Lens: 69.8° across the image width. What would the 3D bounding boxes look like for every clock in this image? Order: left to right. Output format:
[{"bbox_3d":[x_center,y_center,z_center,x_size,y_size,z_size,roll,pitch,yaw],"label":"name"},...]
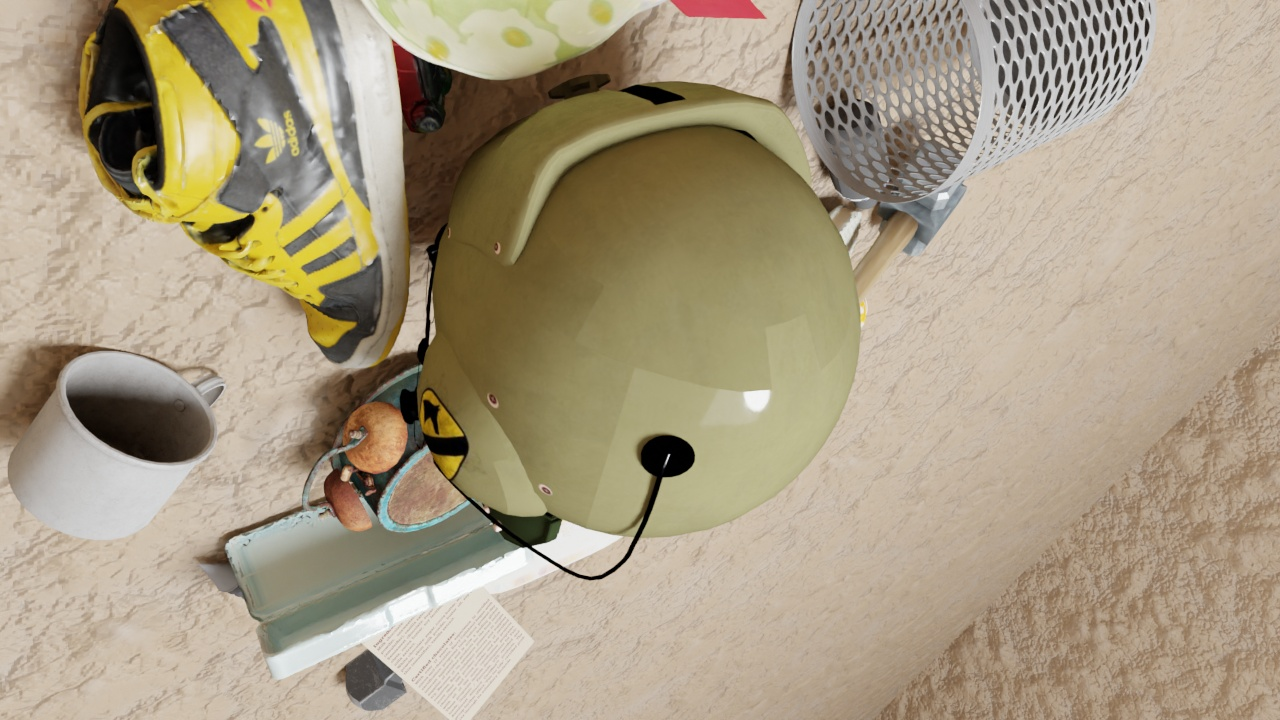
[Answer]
[{"bbox_3d":[-0.168,0.062,0.646,0.157,0.073,0.122,-15,144,-48],"label":"clock"}]

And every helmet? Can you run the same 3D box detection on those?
[{"bbox_3d":[-0.003,-0.033,0.494,0.249,0.255,0.233,-19,147,-28],"label":"helmet"}]

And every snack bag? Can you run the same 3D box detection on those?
[{"bbox_3d":[-0.190,0.202,0.762,0.094,0.070,0.206,-48,127,-22],"label":"snack bag"}]

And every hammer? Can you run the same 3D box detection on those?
[{"bbox_3d":[-0.267,0.225,0.799,0.156,0.043,0.322,-36,145,-1],"label":"hammer"},{"bbox_3d":[0.157,-0.033,0.753,0.322,0.051,0.117,-52,166,-10],"label":"hammer"}]

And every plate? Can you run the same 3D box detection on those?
[{"bbox_3d":[-0.074,0.156,0.902,0.186,0.016,0.187,-20,148,-25],"label":"plate"}]

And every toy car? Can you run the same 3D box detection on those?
[{"bbox_3d":[-0.115,-0.155,0.452,0.036,0.042,0.091,-5,138,5],"label":"toy car"}]

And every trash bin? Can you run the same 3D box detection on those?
[{"bbox_3d":[0.221,-0.205,0.607,0.183,0.156,0.157,-22,145,-26],"label":"trash bin"}]

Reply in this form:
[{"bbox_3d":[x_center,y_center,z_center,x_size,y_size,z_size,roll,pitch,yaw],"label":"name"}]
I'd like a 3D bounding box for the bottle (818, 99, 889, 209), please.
[{"bbox_3d":[0.169,-0.156,0.715,0.047,0.047,0.112,-38,148,1],"label":"bottle"}]

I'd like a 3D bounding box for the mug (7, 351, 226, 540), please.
[{"bbox_3d":[-0.286,0.044,0.519,0.071,0.084,0.113,-46,179,18],"label":"mug"}]

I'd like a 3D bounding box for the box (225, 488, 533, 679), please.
[{"bbox_3d":[-0.191,0.145,0.681,0.197,0.122,0.078,-21,161,-26],"label":"box"}]

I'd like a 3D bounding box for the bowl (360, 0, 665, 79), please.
[{"bbox_3d":[-0.060,-0.221,0.386,0.219,0.060,0.189,3,120,-47],"label":"bowl"}]

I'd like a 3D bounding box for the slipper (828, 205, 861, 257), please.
[{"bbox_3d":[0.092,-0.034,0.747,0.262,0.052,0.115,-46,157,-23],"label":"slipper"}]

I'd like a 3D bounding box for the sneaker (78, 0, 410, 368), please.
[{"bbox_3d":[-0.186,-0.072,0.446,0.121,0.086,0.239,-22,141,-33],"label":"sneaker"}]

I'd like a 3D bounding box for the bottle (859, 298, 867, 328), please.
[{"bbox_3d":[0.151,-0.035,0.835,0.109,0.063,0.063,-28,147,-16],"label":"bottle"}]
